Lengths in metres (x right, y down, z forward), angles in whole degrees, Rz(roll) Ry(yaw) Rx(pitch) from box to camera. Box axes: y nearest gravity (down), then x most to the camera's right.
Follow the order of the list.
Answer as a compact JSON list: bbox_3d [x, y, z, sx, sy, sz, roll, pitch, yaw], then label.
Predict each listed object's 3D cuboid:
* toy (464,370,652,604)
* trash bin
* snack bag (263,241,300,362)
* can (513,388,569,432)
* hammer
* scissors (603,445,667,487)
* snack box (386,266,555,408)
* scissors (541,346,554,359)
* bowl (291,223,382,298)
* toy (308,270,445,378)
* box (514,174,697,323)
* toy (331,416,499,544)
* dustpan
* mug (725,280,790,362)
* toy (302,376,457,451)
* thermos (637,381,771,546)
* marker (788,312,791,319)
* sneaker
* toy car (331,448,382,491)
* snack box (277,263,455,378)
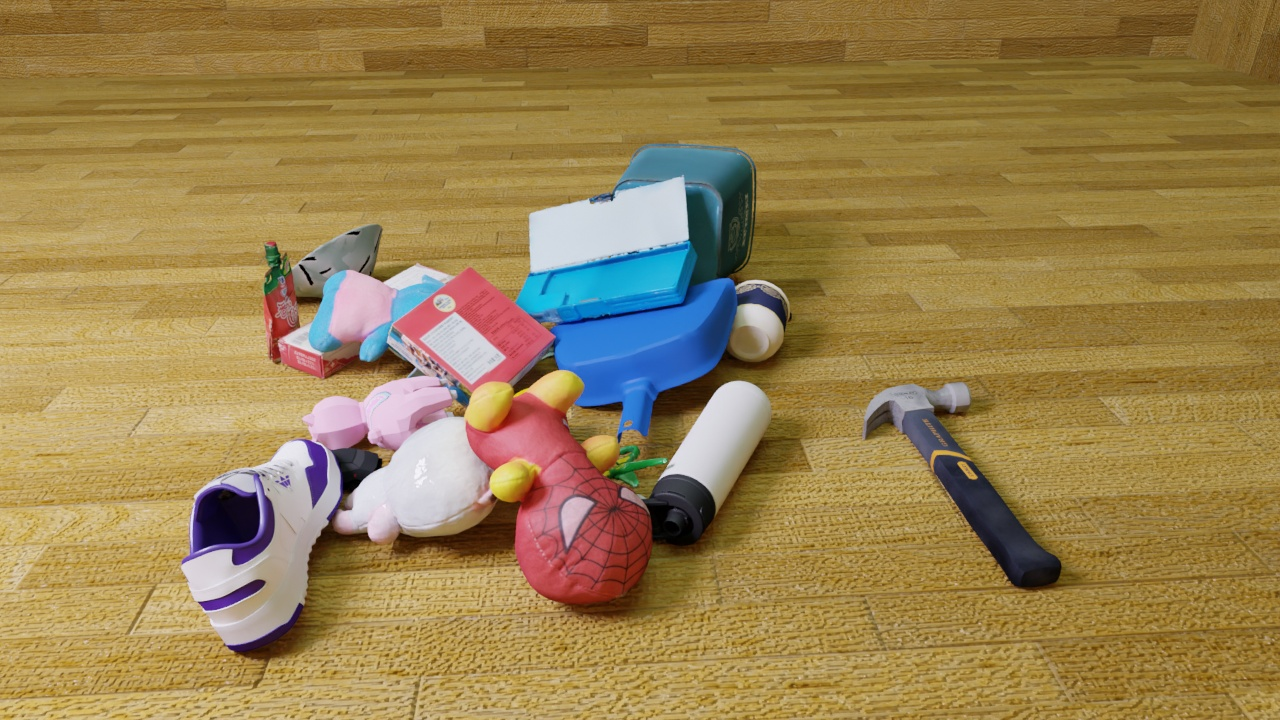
[{"bbox_3d":[-0.071,0.115,0.808,0.147,0.099,0.216,-13,65,-39],"label":"toy"},{"bbox_3d":[0.054,-0.195,1.300,0.199,0.197,0.218,5,20,11],"label":"trash bin"},{"bbox_3d":[-0.462,-0.078,1.169,0.044,0.155,0.087,4,28,1],"label":"snack bag"},{"bbox_3d":[-0.105,0.085,0.956,0.066,0.067,0.124,-5,29,-8],"label":"can"},{"bbox_3d":[0.330,0.115,0.934,0.139,0.035,0.312,-6,29,-7],"label":"hammer"},{"bbox_3d":[-0.026,0.113,0.904,0.108,0.012,0.132,-30,12,-7],"label":"scissors"},{"bbox_3d":[-0.200,-0.025,1.097,0.145,0.040,0.142,39,49,4],"label":"snack box"},{"bbox_3d":[-0.081,-0.016,1.199,0.134,0.016,0.083,-18,35,-27],"label":"scissors"},{"bbox_3d":[-0.432,-0.122,1.335,0.174,0.068,0.174,-37,2,2],"label":"bowl"},{"bbox_3d":[-0.313,-0.061,1.169,0.191,0.099,0.223,10,38,-15],"label":"toy"},{"bbox_3d":[-0.045,-0.129,1.182,0.244,0.060,0.175,-7,63,28],"label":"box"},{"bbox_3d":[-0.210,0.120,0.875,0.180,0.101,0.138,-23,27,8],"label":"toy"},{"bbox_3d":[-0.006,0.006,1.054,0.246,0.059,0.257,-15,23,13],"label":"dustpan"},{"bbox_3d":[0.134,-0.040,1.182,0.112,0.086,0.089,-27,20,27],"label":"mug"},{"bbox_3d":[-0.277,0.064,0.987,0.157,0.067,0.123,-13,16,-17],"label":"toy"},{"bbox_3d":[0.056,0.101,0.933,0.101,0.068,0.229,-1,27,27],"label":"thermos"},{"bbox_3d":[0.154,-0.055,1.266,0.123,0.015,0.018,-9,29,-19],"label":"marker"},{"bbox_3d":[-0.340,0.130,0.809,0.092,0.111,0.243,-21,31,5],"label":"sneaker"},{"bbox_3d":[-0.313,0.111,0.943,0.091,0.036,0.042,-3,29,-5],"label":"toy car"},{"bbox_3d":[-0.363,-0.058,1.251,0.077,0.044,0.272,19,34,20],"label":"snack box"}]
